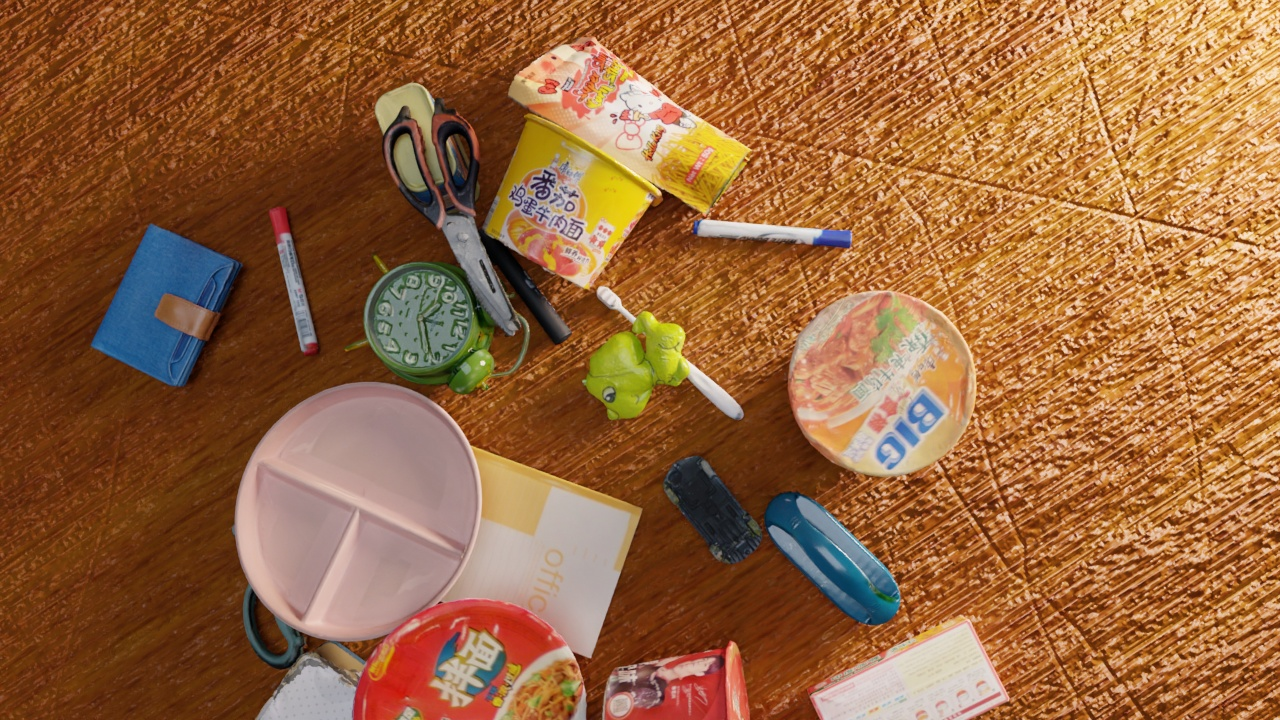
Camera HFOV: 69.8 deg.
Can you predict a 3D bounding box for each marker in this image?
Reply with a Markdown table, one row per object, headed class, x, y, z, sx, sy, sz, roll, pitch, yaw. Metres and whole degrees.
| class | x | y | z | sx | sy | sz | roll | pitch | yaw |
| --- | --- | --- | --- | --- | --- | --- | --- | --- | --- |
| marker | -0.330 | -0.075 | 0.873 | 0.017 | 0.017 | 0.145 | -15 | 85 | 1 |
| marker | -0.111 | -0.070 | 0.860 | 0.022 | 0.020 | 0.132 | -40 | 84 | 16 |
| marker | 0.122 | -0.118 | 0.853 | 0.146 | 0.017 | 0.017 | 5 | 85 | 3 |

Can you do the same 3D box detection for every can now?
| class | x | y | z | sx | sy | sz | roll | pitch | yaw |
| --- | --- | --- | --- | --- | --- | --- | --- | --- | --- |
| can | -0.196 | -0.192 | 0.842 | 0.057 | 0.083 | 0.102 | -23 | 84 | 1 |

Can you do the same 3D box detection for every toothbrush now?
| class | x | y | z | sx | sy | sz | roll | pitch | yaw |
| --- | --- | --- | --- | --- | --- | --- | --- | --- | --- |
| toothbrush | 0.027 | -0.007 | 0.849 | 0.180 | 0.016 | 0.016 | 42 | 91 | 5 |

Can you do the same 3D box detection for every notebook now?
| class | x | y | z | sx | sy | sz | roll | pitch | yaw |
| --- | --- | --- | --- | --- | --- | --- | --- | --- | --- |
| notebook | -0.118 | 0.169 | 0.844 | 0.206 | 0.010 | 0.146 | 20 | 87 | 5 |

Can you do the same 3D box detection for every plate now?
| class | x | y | z | sx | sy | sz | roll | pitch | yaw |
| --- | --- | --- | --- | --- | --- | --- | --- | --- | --- |
| plate | -0.251 | 0.133 | 0.824 | 0.229 | 0.028 | 0.229 | -2 | 75 | 8 |

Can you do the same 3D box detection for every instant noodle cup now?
| class | x | y | z | sx | sy | sz | roll | pitch | yaw |
| --- | --- | --- | --- | --- | --- | --- | --- | --- | --- |
| instant noodle cup | -0.146 | 0.294 | 0.795 | 0.193 | 0.066 | 0.194 | 0 | 91 | -9 |
| instant noodle cup | -0.066 | -0.135 | 0.812 | 0.138 | 0.138 | 0.110 | 30 | 95 | 5 |
| instant noodle cup | 0.196 | 0.022 | 0.790 | 0.151 | 0.111 | 0.151 | 0 | 85 | 3 |
| instant noodle cup | 0.032 | 0.309 | 0.768 | 0.109 | 0.138 | 0.138 | -7 | 85 | 10 |

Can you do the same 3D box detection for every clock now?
| class | x | y | z | sx | sy | sz | roll | pitch | yaw |
| --- | --- | --- | --- | --- | --- | --- | --- | --- | --- |
| clock | -0.180 | -0.032 | 0.842 | 0.161 | 0.056 | 0.116 | 15 | 87 | 4 |

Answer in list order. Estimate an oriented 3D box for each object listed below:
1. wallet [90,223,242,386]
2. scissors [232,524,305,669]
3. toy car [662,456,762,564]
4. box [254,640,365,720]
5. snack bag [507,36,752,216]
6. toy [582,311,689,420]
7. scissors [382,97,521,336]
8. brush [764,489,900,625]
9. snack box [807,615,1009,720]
| class | x | y | z | sx | sy | sz | roll | pitch | yaw |
| --- | --- | --- | --- | --- | --- | --- | --- | --- | --- |
| wallet | -0.447 | -0.052 | 0.868 | 0.106 | 0.040 | 0.133 | 24 | 87 | 9 |
| scissors | -0.299 | 0.196 | 0.842 | 0.175 | 0.019 | 0.170 | 0 | 81 | 7 |
| toy car | 0.064 | 0.133 | 0.827 | 0.049 | 0.031 | 0.105 | -38 | 86 | -2 |
| box | -0.305 | 0.348 | 0.814 | 0.090 | 0.063 | 0.184 | 36 | 90 | 6 |
| snack bag | -0.003 | -0.217 | 0.835 | 0.208 | 0.073 | 0.128 | 36 | 50 | 2 |
| toy | -0.005 | 0.005 | 0.836 | 0.100 | 0.031 | 0.097 | -6 | 97 | 13 |
| scissors | -0.141 | -0.123 | 0.771 | 0.209 | 0.015 | 0.182 | 26 | 87 | 12 |
| brush | 0.167 | 0.173 | 0.798 | 0.144 | 0.073 | 0.055 | 45 | 93 | 5 |
| snack box | 0.234 | 0.294 | 0.807 | 0.156 | 0.027 | 0.077 | -26 | 84 | 0 |
